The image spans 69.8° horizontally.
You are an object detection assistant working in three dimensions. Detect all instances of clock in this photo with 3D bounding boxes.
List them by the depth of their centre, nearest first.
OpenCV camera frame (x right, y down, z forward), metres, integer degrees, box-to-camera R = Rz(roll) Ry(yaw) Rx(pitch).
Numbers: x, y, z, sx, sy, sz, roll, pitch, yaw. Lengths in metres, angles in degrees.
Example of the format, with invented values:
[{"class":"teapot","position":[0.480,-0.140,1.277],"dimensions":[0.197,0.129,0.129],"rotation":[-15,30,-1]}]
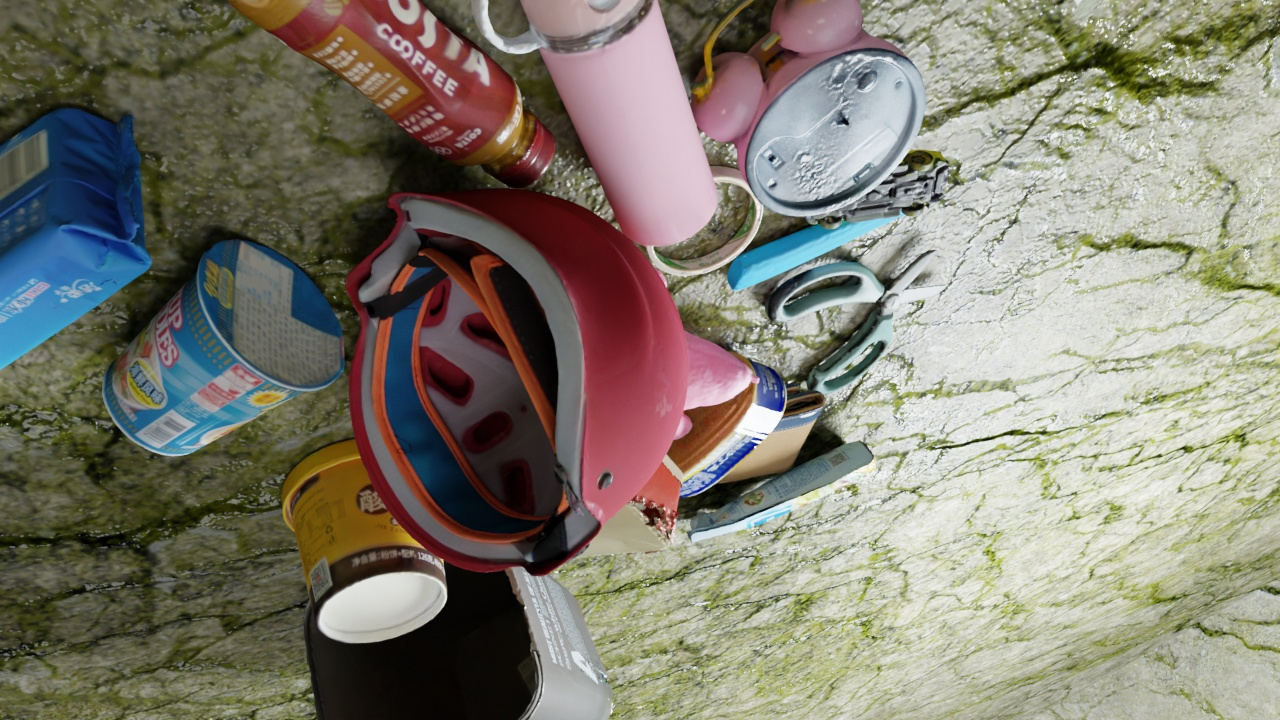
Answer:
[{"class":"clock","position":[0.096,-0.158,0.547],"dimensions":[0.117,0.059,0.158],"rotation":[-39,141,19]}]

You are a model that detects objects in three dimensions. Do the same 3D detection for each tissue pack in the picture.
[{"class":"tissue pack","position":[-0.300,-0.050,0.437],"dimensions":[0.157,0.095,0.052],"rotation":[-30,147,7]}]

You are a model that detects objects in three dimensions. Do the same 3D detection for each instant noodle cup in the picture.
[{"class":"instant noodle cup","position":[-0.246,0.001,0.531],"dimensions":[0.110,0.099,0.099],"rotation":[-32,142,19]},{"class":"instant noodle cup","position":[-0.202,0.137,0.688],"dimensions":[0.118,0.114,0.119],"rotation":[-14,140,-12]}]

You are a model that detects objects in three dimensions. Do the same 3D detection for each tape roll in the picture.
[{"class":"tape roll","position":[0.042,-0.094,0.628],"dimensions":[0.085,0.014,0.086],"rotation":[-15,141,-12]}]

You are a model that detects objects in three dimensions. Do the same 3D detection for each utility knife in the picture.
[{"class":"utility knife","position":[0.147,-0.097,0.677],"dimensions":[0.179,0.018,0.034],"rotation":[-23,156,-3]}]

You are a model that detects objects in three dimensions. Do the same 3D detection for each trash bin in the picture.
[{"class":"trash bin","position":[-0.144,0.273,0.823],"dimensions":[0.199,0.199,0.220],"rotation":[-30,148,7]}]

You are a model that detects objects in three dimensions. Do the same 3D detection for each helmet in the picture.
[{"class":"helmet","position":[-0.066,0.009,0.542],"dimensions":[0.143,0.207,0.241],"rotation":[-26,165,-41]}]

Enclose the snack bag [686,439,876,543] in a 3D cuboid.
[{"class":"snack bag","position":[0.132,0.132,0.895],"dimensions":[0.191,0.039,0.110],"rotation":[-24,-178,-3]}]

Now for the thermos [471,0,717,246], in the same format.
[{"class":"thermos","position":[-0.019,-0.143,0.494],"dimensions":[0.087,0.067,0.199],"rotation":[-36,143,-5]}]

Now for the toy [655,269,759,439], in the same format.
[{"class":"toy","position":[-0.004,0.004,0.660],"dimensions":[0.178,0.074,0.195],"rotation":[0,143,3]}]

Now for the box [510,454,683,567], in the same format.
[{"class":"box","position":[-0.059,0.111,0.685],"dimensions":[0.169,0.077,0.091],"rotation":[-12,136,29]}]

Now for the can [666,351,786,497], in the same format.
[{"class":"can","position":[0.053,0.056,0.759],"dimensions":[0.049,0.074,0.148],"rotation":[18,125,-44]}]

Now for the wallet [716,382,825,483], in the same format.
[{"class":"wallet","position":[0.112,0.069,0.834],"dimensions":[0.090,0.033,0.115],"rotation":[-10,145,-14]}]

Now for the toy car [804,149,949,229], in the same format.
[{"class":"toy car","position":[0.162,-0.124,0.643],"dimensions":[0.105,0.032,0.048],"rotation":[-10,141,0]}]

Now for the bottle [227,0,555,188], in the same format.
[{"class":"bottle","position":[-0.112,-0.145,0.453],"dimensions":[0.057,0.057,0.175],"rotation":[-39,139,17]}]

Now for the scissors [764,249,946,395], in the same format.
[{"class":"scissors","position":[0.165,-0.035,0.758],"dimensions":[0.179,0.019,0.171],"rotation":[10,132,-34]}]
